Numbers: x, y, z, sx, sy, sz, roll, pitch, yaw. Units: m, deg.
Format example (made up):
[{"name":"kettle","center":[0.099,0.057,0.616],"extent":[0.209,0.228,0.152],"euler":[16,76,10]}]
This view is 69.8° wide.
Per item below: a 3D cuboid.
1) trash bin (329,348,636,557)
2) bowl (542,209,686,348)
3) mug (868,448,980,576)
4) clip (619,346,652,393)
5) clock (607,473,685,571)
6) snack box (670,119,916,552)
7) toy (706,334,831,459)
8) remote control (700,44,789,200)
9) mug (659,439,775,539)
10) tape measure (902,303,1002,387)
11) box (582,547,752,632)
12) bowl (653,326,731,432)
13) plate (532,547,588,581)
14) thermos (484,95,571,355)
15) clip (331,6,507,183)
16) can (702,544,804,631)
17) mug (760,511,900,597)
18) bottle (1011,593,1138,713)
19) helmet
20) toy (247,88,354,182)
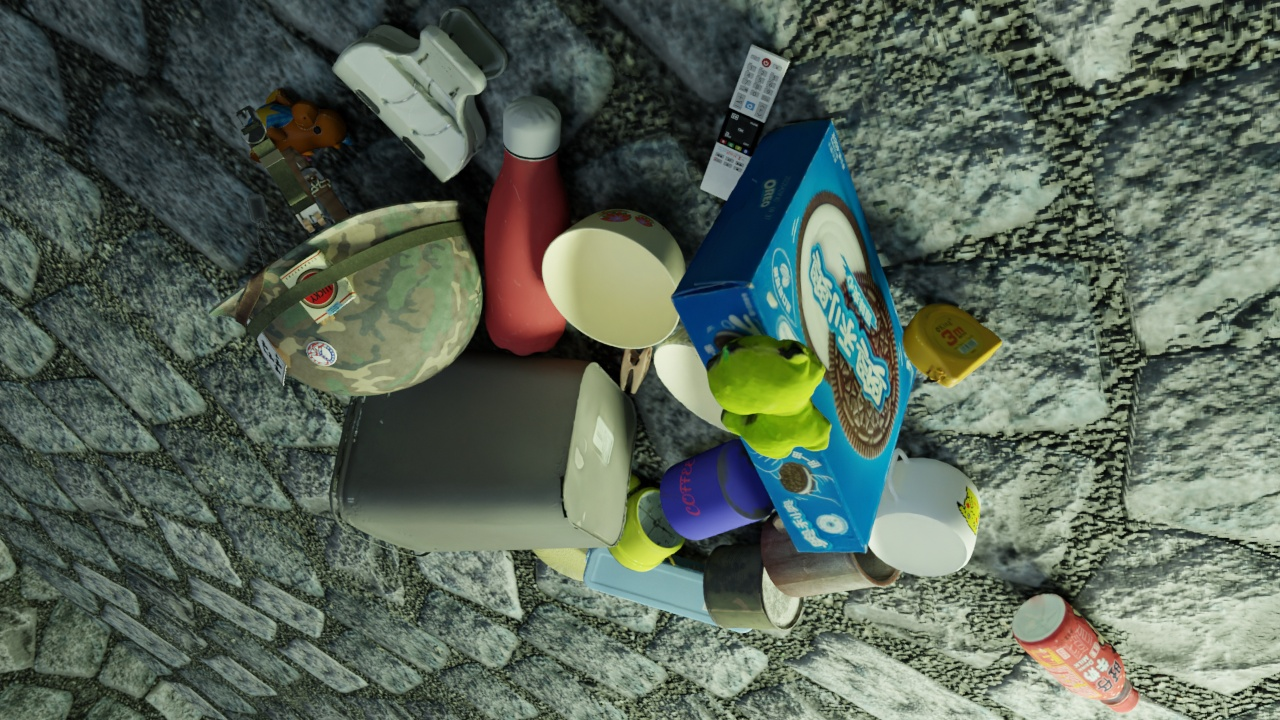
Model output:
[{"name":"trash bin","center":[-0.136,0.089,0.882],"extent":[0.220,0.197,0.197],"euler":[0,158,20]},{"name":"bowl","center":[-0.011,-0.078,0.745],"extent":[0.118,0.073,0.118],"euler":[16,137,15]},{"name":"mug","center":[0.245,0.130,0.810],"extent":[0.094,0.067,0.115],"euler":[-13,124,38]},{"name":"clip","center":[-0.002,0.006,0.863],"extent":[0.049,0.025,0.061],"euler":[-9,119,30]},{"name":"clock","center":[-0.005,0.172,0.984],"extent":[0.119,0.083,0.057],"euler":[39,133,-15]},{"name":"snack box","center":[0.121,-0.015,0.641],"extent":[0.056,0.195,0.239],"euler":[-5,129,33]},{"name":"toy","center":[0.075,0.021,0.530],"extent":[0.093,0.036,0.094],"euler":[41,142,-21]},{"name":"remote control","center":[0.073,-0.167,0.656],"extent":[0.028,0.011,0.124],"euler":[25,139,5]},{"name":"mug","center":[0.088,0.131,0.904],"extent":[0.111,0.079,0.084],"euler":[20,147,-33]},{"name":"tape measure","center":[0.225,-0.012,0.684],"extent":[0.059,0.068,0.030],"euler":[45,145,21]},{"name":"box","center":[0.038,0.249,1.057],"extent":[0.210,0.052,0.067],"euler":[17,109,-3]},{"name":"bowl","center":[0.076,0.004,0.771],"extent":[0.115,0.062,0.115],"euler":[30,155,15]},{"name":"plate","center":[-0.080,0.222,1.110],"extent":[0.184,0.036,0.185],"euler":[16,137,15]},{"name":"thermos","center":[-0.093,-0.108,0.763],"extent":[0.073,0.073,0.240],"euler":[20,137,11]},{"name":"clip","center":[-0.171,-0.206,0.715],"extent":[0.125,0.089,0.151],"euler":[45,147,-20]},{"name":"can","center":[0.120,0.240,0.974],"extent":[0.075,0.089,0.090],"euler":[-11,125,36]},{"name":"mug","center":[0.170,0.170,0.870],"extent":[0.123,0.096,0.110],"euler":[35,137,-28]},{"name":"bottle","center":[0.419,0.284,0.871],"extent":[0.137,0.061,0.062],"euler":[41,137,-15]},{"name":"helmet","center":[-0.252,-0.084,0.771],"extent":[0.224,0.193,0.236],"euler":[-13,100,-8]},{"name":"toy","center":[-0.298,-0.193,0.826],"extent":[0.090,0.070,0.103],"euler":[-3,153,15]}]
